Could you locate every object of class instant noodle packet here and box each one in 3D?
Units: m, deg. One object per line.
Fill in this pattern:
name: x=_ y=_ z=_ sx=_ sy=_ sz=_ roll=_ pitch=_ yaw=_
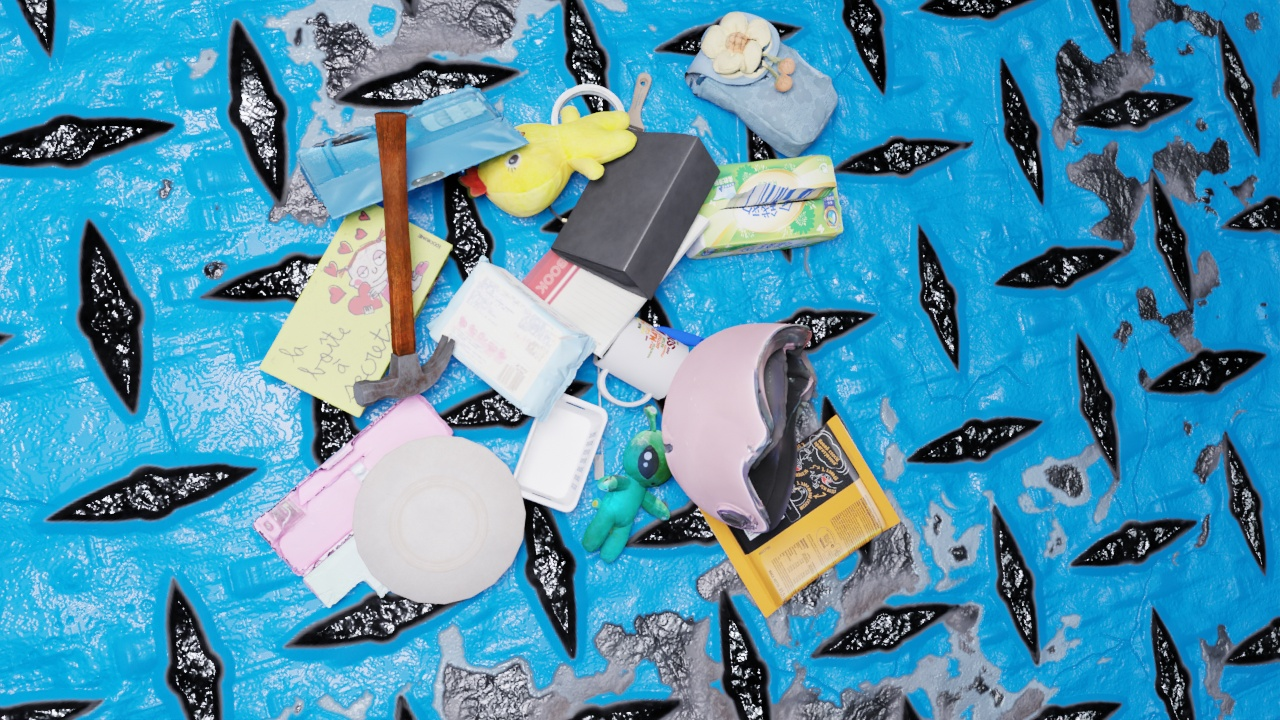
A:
instant noodle packet: x=0.204 y=0.194 z=1.156 sx=0.220 sy=0.032 sz=0.160 roll=-31 pitch=90 yaw=-15

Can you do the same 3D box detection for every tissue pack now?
tissue pack: x=0.157 y=-0.195 z=1.127 sx=0.197 sy=0.141 sz=0.120 roll=-15 pitch=88 yaw=-15
tissue pack: x=-0.149 y=-0.028 z=1.044 sx=0.182 sy=0.070 sz=0.112 roll=38 pitch=99 yaw=18

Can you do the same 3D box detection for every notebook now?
notebook: x=-0.038 y=-0.120 z=1.094 sx=0.153 sy=0.012 sz=0.208 roll=33 pitch=79 yaw=27

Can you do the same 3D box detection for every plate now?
plate: x=-0.222 y=0.178 z=1.015 sx=0.188 sy=0.027 sz=0.188 roll=0 pitch=92 yaw=-9

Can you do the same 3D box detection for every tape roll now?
tape roll: x=-0.064 y=-0.298 z=1.142 sx=0.093 sy=0.013 sz=0.093 roll=0 pitch=83 yaw=-4

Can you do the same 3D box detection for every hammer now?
hammer: x=-0.252 y=-0.105 z=0.957 sx=0.110 sy=0.028 sz=0.301 roll=-15 pitch=116 yaw=-38

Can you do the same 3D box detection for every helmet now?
helmet: x=0.110 y=0.079 z=1.051 sx=0.153 sy=0.256 sz=0.229 roll=5 pitch=55 yaw=22

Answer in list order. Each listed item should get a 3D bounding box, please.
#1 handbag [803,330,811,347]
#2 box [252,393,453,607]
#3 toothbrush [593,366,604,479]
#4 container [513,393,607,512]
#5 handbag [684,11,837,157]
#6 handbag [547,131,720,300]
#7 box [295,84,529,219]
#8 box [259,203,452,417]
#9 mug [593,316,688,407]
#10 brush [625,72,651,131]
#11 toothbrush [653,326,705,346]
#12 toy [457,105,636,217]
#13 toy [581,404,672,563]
handbag: x=0.173 y=-0.007 z=1.175 sx=0.119 sy=0.029 sz=0.055 roll=-33 pitch=95 yaw=-20
box: x=-0.293 y=0.165 z=1.038 sx=0.230 sy=0.035 sz=0.159 roll=-41 pitch=97 yaw=-14
toothbrush: x=-0.054 y=0.054 z=1.119 sx=0.010 sy=0.010 sz=0.181 roll=-2 pitch=85 yaw=-11
container: x=-0.098 y=0.107 z=1.082 sx=0.080 sy=0.050 sz=0.129 roll=22 pitch=80 yaw=-11
handbag: x=0.158 y=-0.352 z=1.156 sx=0.192 sy=0.119 sz=0.121 roll=37 pitch=77 yaw=-2
handbag: x=-0.038 y=-0.189 z=1.082 sx=0.196 sy=0.072 sz=0.175 roll=22 pitch=79 yaw=33
box: x=-0.257 y=-0.229 z=1.031 sx=0.231 sy=0.174 sz=0.033 roll=-25 pitch=136 yaw=-15
box: x=-0.316 y=-0.056 z=1.032 sx=0.124 sy=0.081 sz=0.220 roll=30 pitch=77 yaw=-9
mug: x=-0.006 y=0.006 z=1.097 sx=0.089 sy=0.073 sz=0.105 roll=30 pitch=78 yaw=-16
brush: x=-0.013 y=-0.295 z=1.162 sx=0.039 sy=0.012 sz=0.151 roll=16 pitch=82 yaw=-11
toothbrush: x=0.001 y=-0.041 z=1.141 sx=0.182 sy=0.018 sz=0.016 roll=13 pitch=82 yaw=-15
toy: x=-0.106 y=-0.235 z=1.075 sx=0.208 sy=0.133 sz=0.092 roll=-25 pitch=135 yaw=11
toy: x=-0.010 y=0.146 z=1.094 sx=0.130 sy=0.072 sz=0.193 roll=40 pitch=77 yaw=-47
